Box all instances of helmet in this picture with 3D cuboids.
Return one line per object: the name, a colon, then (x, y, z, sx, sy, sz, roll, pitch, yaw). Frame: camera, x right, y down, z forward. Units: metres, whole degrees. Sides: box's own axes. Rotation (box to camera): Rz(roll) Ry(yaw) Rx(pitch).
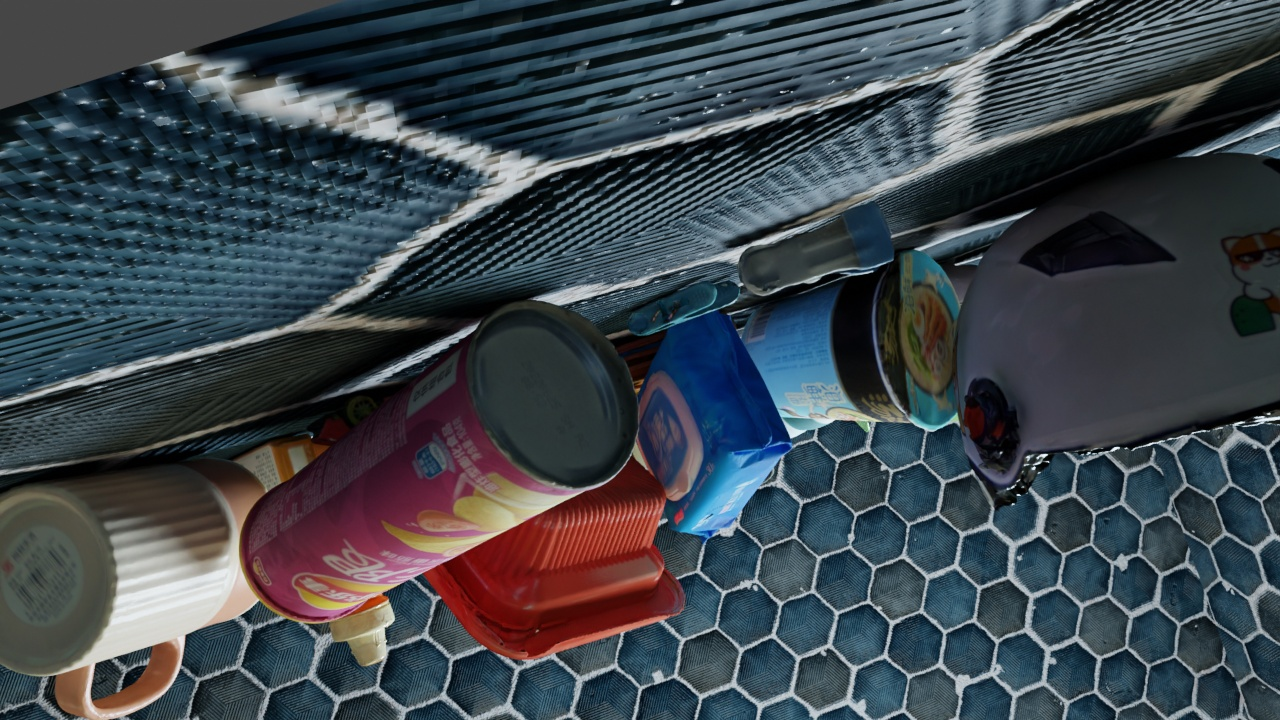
helmet: (0.270, -0.026, 0.492, 0.230, 0.156, 0.274, -19, 164, 7)

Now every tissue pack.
tissue pack: (0.034, 0.044, 0.550, 0.052, 0.095, 0.157, -14, 153, -22)

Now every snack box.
snack box: (-0.235, 0.097, 0.553, 0.154, 0.075, 0.026, -21, 175, 41)

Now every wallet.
wallet: (-0.004, 0.004, 0.629, 0.119, 0.035, 0.131, -20, 174, -9)

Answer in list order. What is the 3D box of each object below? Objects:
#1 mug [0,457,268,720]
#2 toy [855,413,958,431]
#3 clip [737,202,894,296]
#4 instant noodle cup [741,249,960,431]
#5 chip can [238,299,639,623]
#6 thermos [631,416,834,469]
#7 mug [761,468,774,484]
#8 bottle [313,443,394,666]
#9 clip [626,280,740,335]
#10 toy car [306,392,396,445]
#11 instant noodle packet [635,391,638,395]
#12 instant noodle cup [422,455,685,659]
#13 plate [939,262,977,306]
mug: (-0.233, 0.105, 0.418, 0.082, 0.114, 0.105, 10, 180, 13)
toy: (0.266, 0.010, 0.794, 0.226, 0.090, 0.247, 12, 167, -44)
clip: (0.065, -0.039, 0.348, 0.058, 0.026, 0.042, -17, -176, 1)
instant noodle cup: (0.134, -0.005, 0.601, 0.111, 0.111, 0.121, -14, -178, -44)
chip can: (-0.092, 0.051, 0.375, 0.071, 0.071, 0.211, -14, 167, -47)
thermos: (0.087, 0.051, 0.826, 0.073, 0.073, 0.225, -14, 172, -45)
mug: (0.069, 0.034, 0.713, 0.083, 0.103, 0.124, 13, 147, -22)
bottle: (-0.197, 0.128, 0.607, 0.067, 0.149, 0.067, -17, 177, -1)
clip: (0.017, -0.024, 0.429, 0.054, 0.013, 0.032, -22, 174, 26)
toy car: (-0.109, 0.026, 0.453, 0.106, 0.031, 0.049, -14, 174, -17)
instant noodle packet: (0.006, 0.023, 0.828, 0.128, 0.044, 0.111, -18, 172, -45)
instant noodle cup: (-0.065, 0.080, 0.538, 0.164, 0.189, 0.079, 1, 123, -52)
plate: (0.220, -0.048, 0.808, 0.192, 0.039, 0.192, -17, 176, -1)
